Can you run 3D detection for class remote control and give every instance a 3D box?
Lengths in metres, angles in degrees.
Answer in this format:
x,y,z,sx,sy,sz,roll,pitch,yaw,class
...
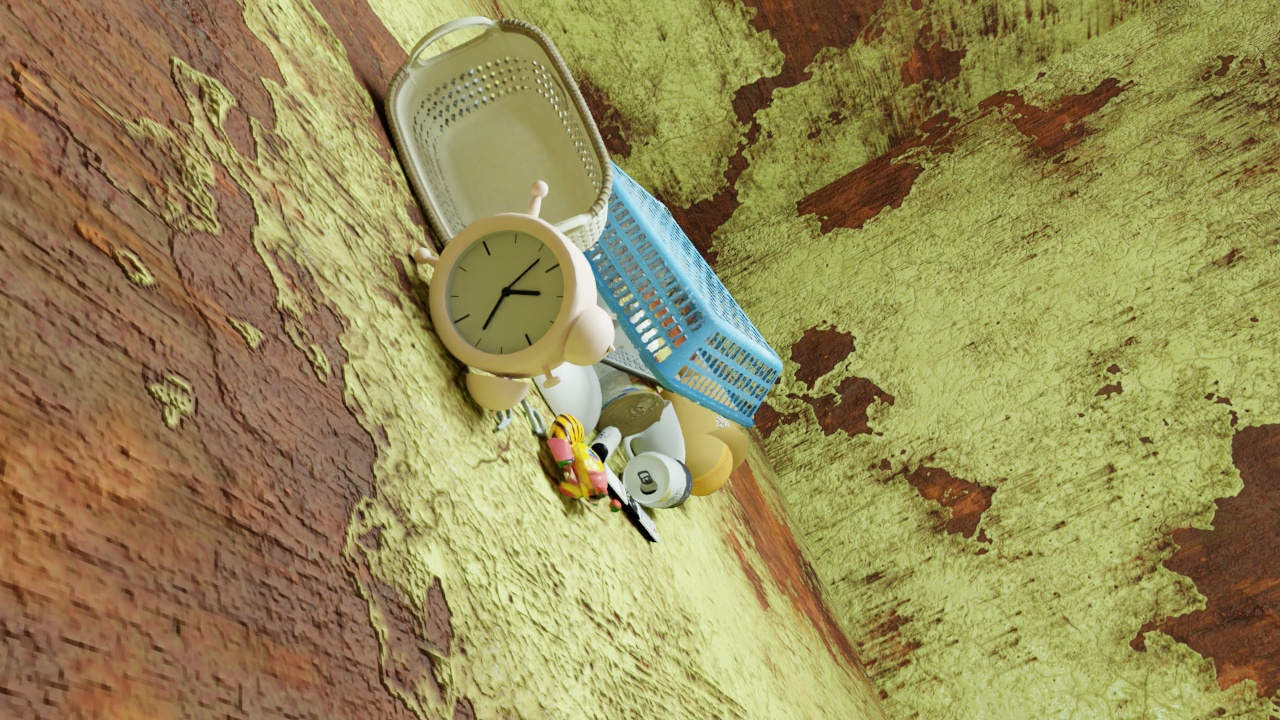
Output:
x,y,z,sx,sy,sz,roll,pitch,yaw,class
-0.012,0.162,1.026,0.124,0.012,0.028,56,11,-37,remote control
-0.006,0.006,1.060,0.136,0.013,0.033,24,30,-33,remote control

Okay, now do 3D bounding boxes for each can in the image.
x,y,z,sx,sy,sz,roll,pitch,yaw,class
0.020,0.144,1.096,0.064,0.064,0.127,65,9,16,can
-0.017,0.051,1.093,0.086,0.086,0.043,51,13,-52,can

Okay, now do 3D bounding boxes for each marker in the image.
x,y,z,sx,sy,sz,roll,pitch,yaw,class
-0.042,0.096,1.018,0.025,0.025,0.125,62,9,-2,marker

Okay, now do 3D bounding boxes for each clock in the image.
x,y,z,sx,sy,sz,roll,pitch,yaw,class
-0.101,-0.048,0.761,0.160,0.131,0.086,65,9,20,clock

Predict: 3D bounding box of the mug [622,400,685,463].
x,y,z,sx,sy,sz,roll,pitch,yaw,class
0.013,0.113,1.193,0.107,0.071,0.089,-34,107,-54,mug

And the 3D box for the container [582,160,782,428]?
x,y,z,sx,sy,sz,roll,pitch,yaw,class
0.026,-0.101,1.116,0.257,0.089,0.362,28,25,-57,container

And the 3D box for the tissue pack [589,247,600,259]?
x,y,z,sx,sy,sz,roll,pitch,yaw,class
-0.124,-0.182,1.213,0.112,0.070,0.181,6,55,-63,tissue pack

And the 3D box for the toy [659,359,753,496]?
x,y,z,sx,sy,sz,roll,pitch,yaw,class
0.091,0.109,1.363,0.199,0.163,0.202,54,22,-29,toy

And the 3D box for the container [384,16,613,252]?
x,y,z,sx,sy,sz,roll,pitch,yaw,class
-0.134,-0.201,0.922,0.143,0.184,0.246,70,-4,-77,container

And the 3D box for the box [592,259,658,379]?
x,y,z,sx,sy,sz,roll,pitch,yaw,class
-0.055,-0.055,1.132,0.137,0.109,0.126,61,9,-16,box

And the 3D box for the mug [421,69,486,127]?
x,y,z,sx,sy,sz,roll,pitch,yaw,class
-0.205,-0.272,1.069,0.104,0.083,0.124,55,-13,-29,mug

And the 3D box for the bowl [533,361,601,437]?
x,y,z,sx,sy,sz,roll,pitch,yaw,class
-0.079,0.010,1.006,0.149,0.043,0.149,60,9,-16,bowl

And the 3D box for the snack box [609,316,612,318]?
x,y,z,sx,sy,sz,roll,pitch,yaw,class
-0.080,-0.105,1.402,0.148,0.029,0.040,65,9,16,snack box

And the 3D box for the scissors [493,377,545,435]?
x,y,z,sx,sy,sz,roll,pitch,yaw,class
-0.122,0.017,0.829,0.141,0.014,0.173,62,10,-20,scissors

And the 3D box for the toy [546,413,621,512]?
x,y,z,sx,sy,sz,roll,pitch,yaw,class
-0.058,0.096,0.861,0.084,0.046,0.103,38,22,-55,toy
